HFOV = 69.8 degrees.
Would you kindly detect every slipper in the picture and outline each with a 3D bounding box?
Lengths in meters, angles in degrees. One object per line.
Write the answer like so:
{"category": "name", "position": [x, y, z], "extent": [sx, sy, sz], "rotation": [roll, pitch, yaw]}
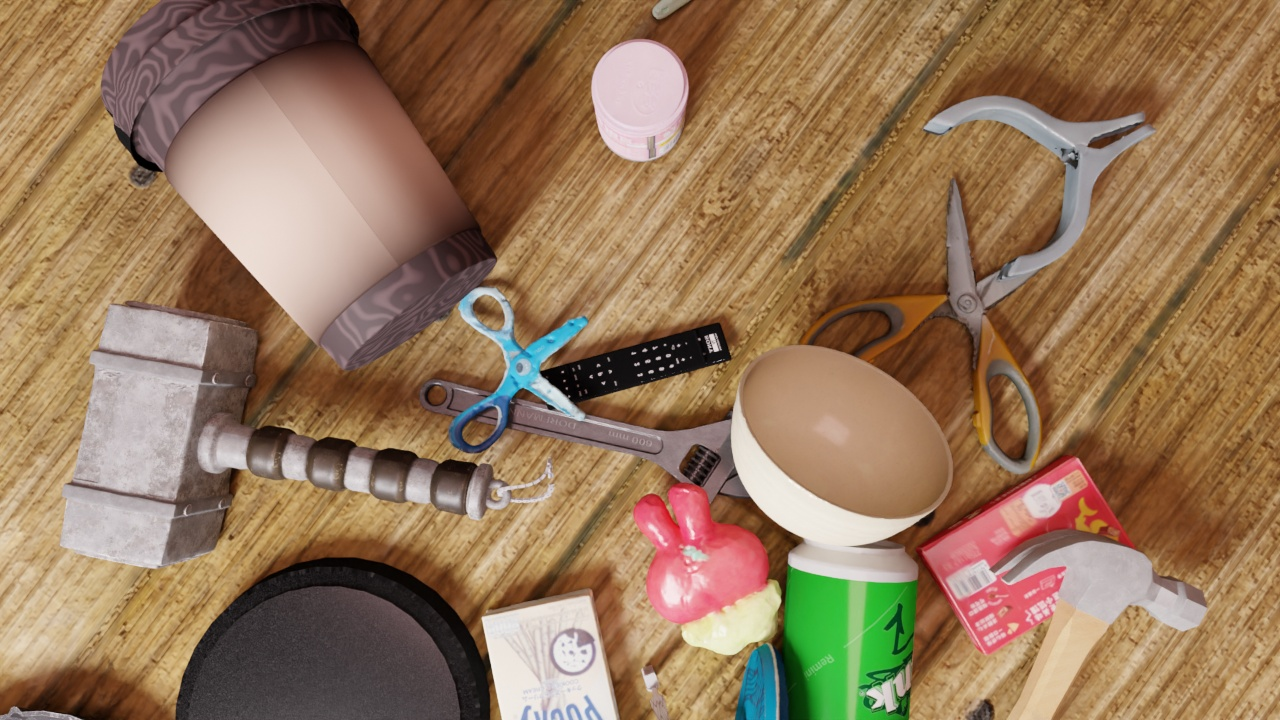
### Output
{"category": "slipper", "position": [0.045, 0.337, 0.615], "extent": [0.060, 0.118, 0.295], "rotation": [12, 92, -6]}

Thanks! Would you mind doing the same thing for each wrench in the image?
{"category": "wrench", "position": [-0.031, 0.053, 0.678], "extent": [0.273, 0.018, 0.073], "rotation": [13, 84, 3]}

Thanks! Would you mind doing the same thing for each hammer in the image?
{"category": "hammer", "position": [0.260, 0.273, 0.638], "extent": [0.131, 0.039, 0.328], "rotation": [25, 93, -3]}
{"category": "hammer", "position": [-0.224, 0.072, 0.643], "extent": [0.326, 0.079, 0.177], "rotation": [10, 87, 3]}

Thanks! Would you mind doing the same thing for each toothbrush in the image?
{"category": "toothbrush", "position": [0.011, 0.218, 0.586], "extent": [0.010, 0.181, 0.010], "rotation": [-21, 84, -6]}
{"category": "toothbrush", "position": [0.072, -0.307, 0.694], "extent": [0.154, 0.015, 0.022], "rotation": [-37, 119, -1]}

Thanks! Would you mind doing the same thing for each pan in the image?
{"category": "pan", "position": [-0.504, 0.361, 0.661], "extent": [0.357, 0.040, 0.207], "rotation": [-8, 87, 2]}
{"category": "pan", "position": [-0.242, 0.321, 0.660], "extent": [0.225, 0.034, 0.356], "rotation": [17, 87, 2]}

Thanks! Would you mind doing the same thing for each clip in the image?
{"category": "clip", "position": [0.277, -0.140, 0.672], "extent": [0.165, 0.032, 0.164], "rotation": [23, 84, 1]}

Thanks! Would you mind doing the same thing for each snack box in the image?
{"category": "snack box", "position": [-0.059, 0.248, 0.663], "extent": [0.082, 0.026, 0.150], "rotation": [-13, 86, 0]}
{"category": "snack box", "position": [0.280, 0.140, 0.665], "extent": [0.133, 0.021, 0.089], "rotation": [-31, 87, -1]}

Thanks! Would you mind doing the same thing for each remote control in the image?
{"category": "remote control", "position": [-0.004, 0.004, 0.676], "extent": [0.140, 0.009, 0.030], "rotation": [-15, 73, -4]}

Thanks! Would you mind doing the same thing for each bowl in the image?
{"category": "bowl", "position": [0.124, 0.067, 0.622], "extent": [0.151, 0.150, 0.075], "rotation": [25, 130, 2]}

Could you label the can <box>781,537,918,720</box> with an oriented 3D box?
{"category": "can", "position": [0.142, 0.195, 0.632], "extent": [0.088, 0.088, 0.140], "rotation": [4, 87, 1]}

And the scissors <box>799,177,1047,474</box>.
{"category": "scissors", "position": [0.234, -0.017, 0.677], "extent": [0.225, 0.016, 0.230], "rotation": [-26, 86, -2]}

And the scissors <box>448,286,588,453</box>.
{"category": "scissors", "position": [-0.097, 0.009, 0.669], "extent": [0.134, 0.011, 0.140], "rotation": [38, 87, 14]}

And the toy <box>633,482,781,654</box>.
{"category": "toy", "position": [0.046, 0.149, 0.655], "extent": [0.092, 0.045, 0.135], "rotation": [-33, 92, 11]}

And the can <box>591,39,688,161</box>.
{"category": "can", "position": [0.000, -0.185, 0.658], "extent": [0.067, 0.076, 0.067], "rotation": [0, 87, 1]}

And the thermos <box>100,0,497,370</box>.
{"category": "thermos", "position": [-0.216, -0.121, 0.619], "extent": [0.172, 0.172, 0.226], "rotation": [-37, 92, -1]}
